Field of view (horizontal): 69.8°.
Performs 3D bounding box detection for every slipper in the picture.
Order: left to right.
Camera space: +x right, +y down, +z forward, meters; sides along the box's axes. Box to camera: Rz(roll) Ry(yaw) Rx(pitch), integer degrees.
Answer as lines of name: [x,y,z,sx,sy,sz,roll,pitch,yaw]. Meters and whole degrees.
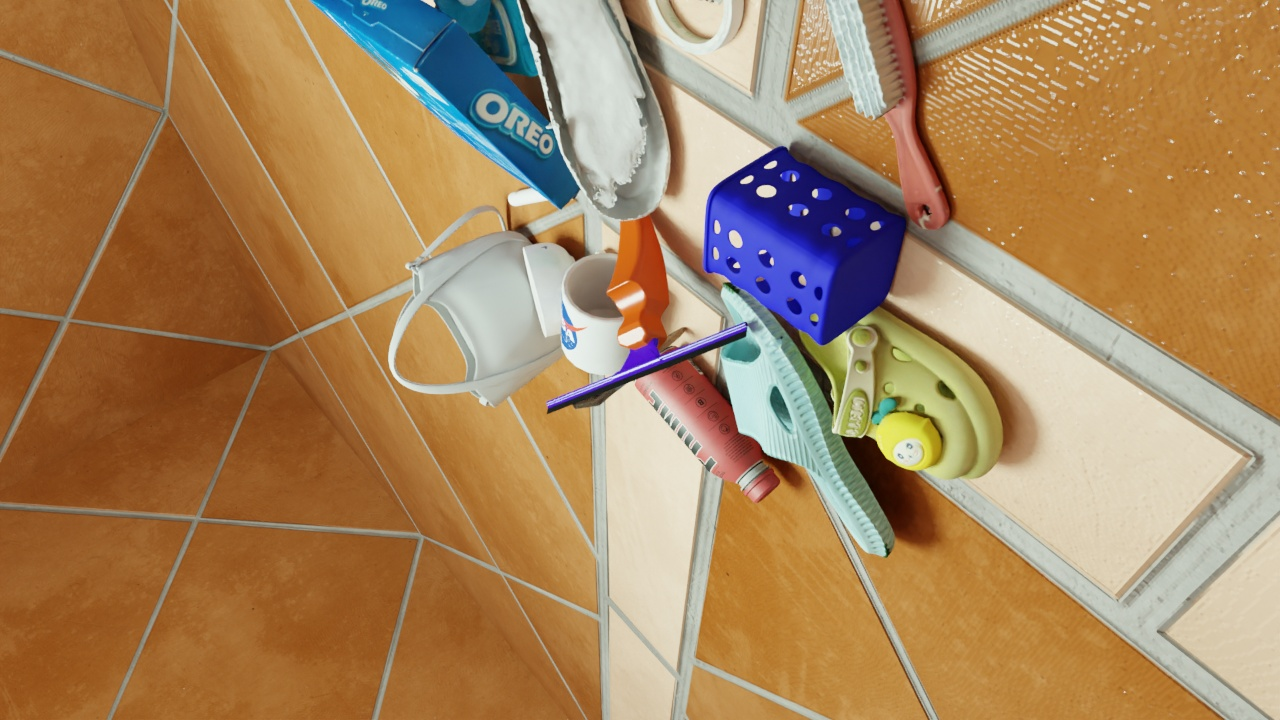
slipper: [-0.040,-0.232,0.769,0.112,0.074,0.247,-5,122,26]
slipper: [0.129,0.060,0.782,0.276,0.069,0.116,59,177,-11]
slipper: [0.174,0.019,0.674,0.190,0.081,0.092,45,150,28]

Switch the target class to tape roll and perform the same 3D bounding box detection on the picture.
tape roll: [0.037,-0.268,0.660,0.093,0.013,0.093,41,151,29]

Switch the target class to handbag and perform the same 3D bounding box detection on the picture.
handbag: [-0.206,-0.050,1.088,0.096,0.222,0.216,-5,116,60]

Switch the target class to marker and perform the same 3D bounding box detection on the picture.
marker: [-0.115,-0.182,1.012,0.134,0.020,0.017,7,129,58]

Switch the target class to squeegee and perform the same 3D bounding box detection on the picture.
squeegee: [-0.001,-0.068,0.838,0.250,0.055,0.184,-22,66,42]

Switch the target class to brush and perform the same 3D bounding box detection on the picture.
brush: [-0.151,-0.331,0.735,0.075,0.055,0.136,39,150,50]
brush: [-0.005,0.005,0.893,0.045,0.142,0.008,-12,111,54]
brush: [0.153,-0.155,0.568,0.041,0.030,0.172,11,129,57]

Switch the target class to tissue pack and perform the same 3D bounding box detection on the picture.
tissue pack: [-0.117,-0.309,0.824,0.144,0.061,0.093,25,140,47]

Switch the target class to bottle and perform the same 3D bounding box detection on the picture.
bottle: [0.070,0.067,0.925,0.176,0.062,0.062,49,153,16]

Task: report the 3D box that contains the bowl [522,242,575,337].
bowl: [-0.095,-0.083,1.030,0.105,0.054,0.105,163,91,-83]

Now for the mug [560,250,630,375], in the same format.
mug: [-0.037,-0.059,0.954,0.090,0.091,0.121,98,168,-54]

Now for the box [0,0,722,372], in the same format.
box: [-0.058,-0.193,0.351,0.148,0.504,0.167,52,153,1]

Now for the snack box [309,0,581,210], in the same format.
snack box: [-0.173,-0.256,0.865,0.195,0.056,0.238,39,-179,33]

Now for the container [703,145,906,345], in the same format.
container: [0.115,-0.081,0.655,0.113,0.085,0.085,39,149,31]
